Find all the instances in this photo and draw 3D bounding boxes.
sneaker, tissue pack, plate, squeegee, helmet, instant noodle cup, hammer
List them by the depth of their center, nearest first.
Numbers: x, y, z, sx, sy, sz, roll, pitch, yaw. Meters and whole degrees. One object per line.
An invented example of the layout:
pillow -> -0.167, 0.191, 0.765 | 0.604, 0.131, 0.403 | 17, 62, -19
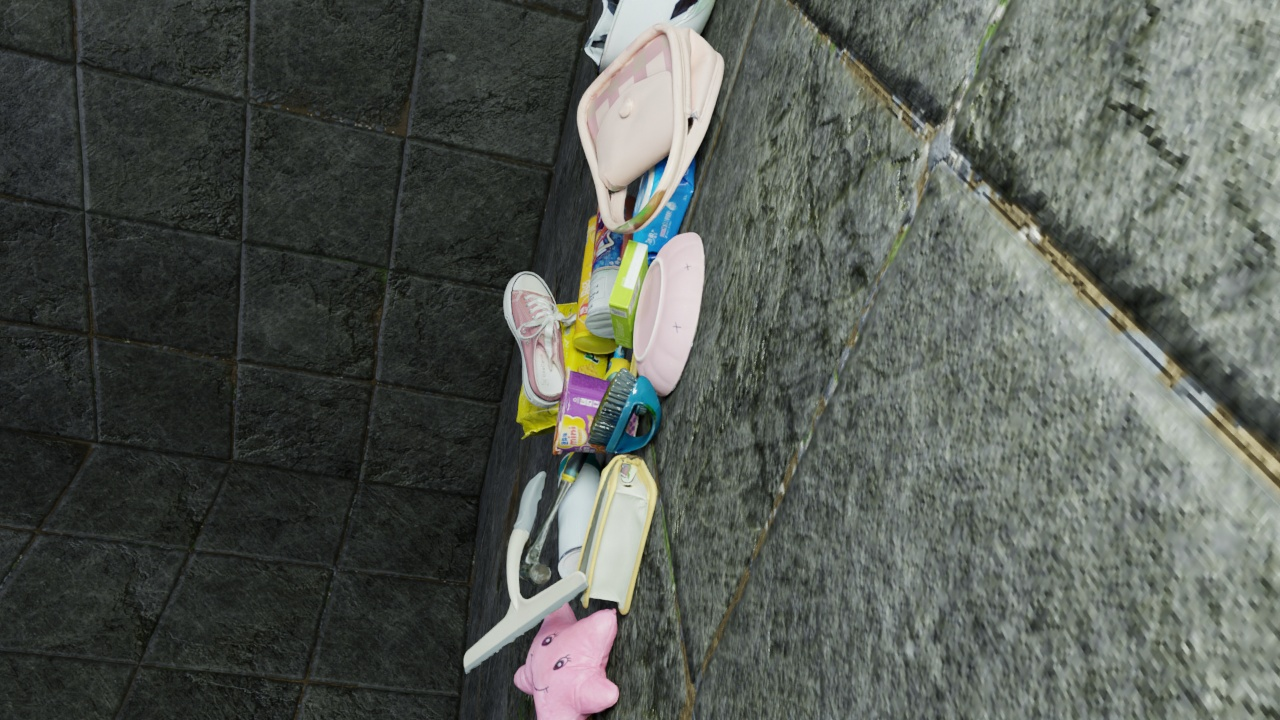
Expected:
plate -> 0.026, -0.055, 1.053 | 0.192, 0.039, 0.192 | -171, 91, -78
tissue pack -> 0.026, -0.205, 1.144 | 0.094, 0.052, 0.157 | -92, 17, -45
squeegee -> -0.146, 0.227, 1.148 | 0.247, 0.039, 0.246 | -41, 29, 32
helmet -> 0.024, -0.469, 1.154 | 0.230, 0.146, 0.258 | 117, 157, -55
instant noodle cup -> -0.055, 0.071, 1.168 | 0.111, 0.099, 0.111 | -172, 91, -82
hammer -> -0.093, 0.143, 1.238 | 0.126, 0.032, 0.322 | -6, 57, 64
sneaker -> -0.150, -0.048, 1.411 | 0.088, 0.118, 0.240 | -50, 44, 46

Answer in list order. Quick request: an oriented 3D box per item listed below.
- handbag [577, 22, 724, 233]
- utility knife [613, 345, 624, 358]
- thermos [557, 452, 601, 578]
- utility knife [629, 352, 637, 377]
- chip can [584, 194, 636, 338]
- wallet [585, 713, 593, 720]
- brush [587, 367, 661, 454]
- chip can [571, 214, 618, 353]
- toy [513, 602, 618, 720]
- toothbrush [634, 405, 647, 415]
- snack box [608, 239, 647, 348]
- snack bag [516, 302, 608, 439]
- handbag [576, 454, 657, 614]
handbag -> 0.005, -0.251, 1.065 | 0.194, 0.093, 0.233 | -28, 52, 48
utility knife -> -0.044, 0.043, 1.347 | 0.034, 0.018, 0.166 | -124, 47, -74
thermos -> -0.082, 0.210, 1.268 | 0.224, 0.073, 0.073 | -99, 23, -59
utility knife -> -0.007, 0.007, 1.225 | 0.031, 0.018, 0.151 | -160, 85, -72
chip can -> -0.037, -0.142, 1.344 | 0.071, 0.071, 0.214 | 120, 158, -58
wallet -> -0.084, 0.411, 1.178 | 0.119, 0.035, 0.130 | 123, 154, -57
brush -> -0.014, 0.065, 1.055 | 0.055, 0.073, 0.144 | -62, -3, -35
chip can -> -0.059, -0.120, 1.425 | 0.072, 0.072, 0.213 | 127, 151, -65
toy -> -0.084, 0.358, 1.096 | 0.179, 0.074, 0.194 | -52, 31, 8
toothbrush -> 0.010, -0.018, 1.158 | 0.016, 0.018, 0.191 | 124, 156, -63
snack box -> -0.013, -0.078, 1.138 | 0.156, 0.026, 0.085 | 84, -159, -74
snack bag -> -0.125, 0.003, 1.495 | 0.158, 0.068, 0.246 | -14, 61, 45
handbag -> -0.036, 0.193, 1.095 | 0.178, 0.063, 0.163 | -115, 38, -76
